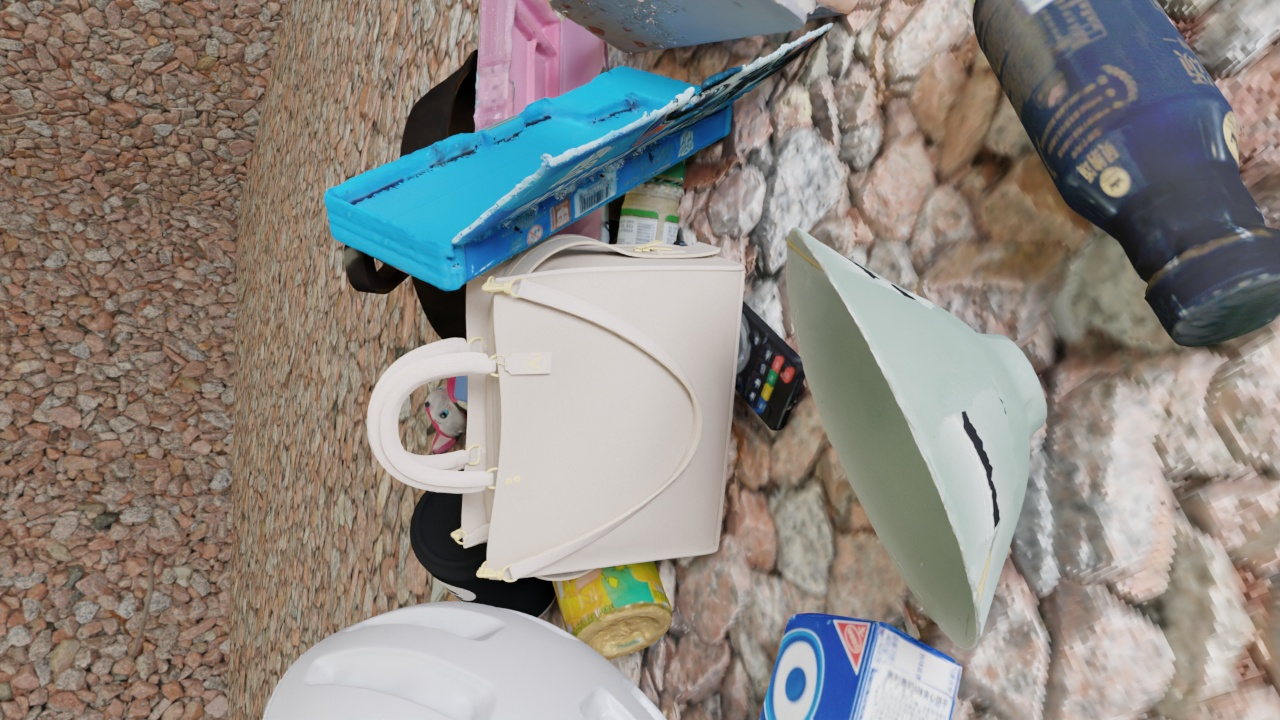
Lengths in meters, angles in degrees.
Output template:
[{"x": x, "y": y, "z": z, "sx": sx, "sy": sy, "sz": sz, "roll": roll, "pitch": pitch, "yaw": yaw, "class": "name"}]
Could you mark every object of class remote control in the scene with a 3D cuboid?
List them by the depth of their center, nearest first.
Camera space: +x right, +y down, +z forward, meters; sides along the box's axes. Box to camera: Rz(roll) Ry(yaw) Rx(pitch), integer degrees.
[{"x": 0.052, "y": -0.018, "z": 0.540, "sx": 0.140, "sy": 0.021, "sz": 0.046, "roll": 53, "pitch": 137, "yaw": 44, "class": "remote control"}]

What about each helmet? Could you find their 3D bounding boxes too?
[{"x": -0.070, "y": 0.246, "z": 0.485, "sx": 0.282, "sy": 0.224, "sz": 0.184, "roll": 41, "pitch": 100, "yaw": 18, "class": "helmet"}]

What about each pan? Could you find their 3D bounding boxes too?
[{"x": -0.138, "y": -0.093, "z": 0.651, "sx": 0.355, "sy": 0.043, "sz": 0.249, "roll": -63, "pitch": -31, "yaw": -74, "class": "pan"}]

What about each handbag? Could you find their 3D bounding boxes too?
[{"x": -0.049, "y": 0.030, "z": 0.503, "sx": 0.101, "sy": 0.197, "sz": 0.195, "roll": 28, "pitch": 119, "yaw": 55, "class": "handbag"}]

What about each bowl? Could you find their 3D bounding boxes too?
[{"x": 0.118, "y": 0.019, "z": 0.363, "sx": 0.174, "sy": 0.068, "sz": 0.174, "roll": -17, "pitch": -94, "yaw": -88, "class": "bowl"}]

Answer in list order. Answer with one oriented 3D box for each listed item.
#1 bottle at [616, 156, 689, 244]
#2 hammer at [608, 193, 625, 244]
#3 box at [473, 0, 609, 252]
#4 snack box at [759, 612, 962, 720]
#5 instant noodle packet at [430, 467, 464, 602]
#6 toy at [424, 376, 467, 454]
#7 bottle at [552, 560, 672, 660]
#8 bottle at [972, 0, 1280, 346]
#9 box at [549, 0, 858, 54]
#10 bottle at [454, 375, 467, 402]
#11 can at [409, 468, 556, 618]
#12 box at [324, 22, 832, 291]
[{"x": 0.006, "y": -0.092, "z": 0.613, "sx": 0.043, "sy": 0.042, "sz": 0.110, "roll": 18, "pitch": 102, "yaw": 60, "class": "bottle"}, {"x": -0.041, "y": -0.243, "z": 0.734, "sx": 0.133, "sy": 0.033, "sz": 0.332, "roll": -39, "pitch": 51, "yaw": 53, "class": "hammer"}, {"x": -0.058, "y": -0.178, "z": 0.674, "sx": 0.099, "sy": 0.099, "sz": 0.232, "roll": -7, "pitch": 72, "yaw": 22, "class": "box"}, {"x": 0.064, "y": 0.217, "z": 0.359, "sx": 0.059, "sy": 0.059, "sz": 0.226, "roll": -17, "pitch": 47, "yaw": 58, "class": "snack box"}, {"x": -0.140, "y": 0.121, "z": 0.821, "sx": 0.270, "sy": 0.057, "sz": 0.146, "roll": 126, "pitch": 157, "yaw": -45, "class": "instant noodle packet"}, {"x": -0.197, "y": 0.042, "z": 0.936, "sx": 0.103, "sy": 0.050, "sz": 0.065, "roll": -57, "pitch": 34, "yaw": 30, "class": "toy"}, {"x": -0.041, "y": 0.096, "z": 0.632, "sx": 0.068, "sy": 0.068, "sz": 0.209, "roll": -59, "pitch": 38, "yaw": 36, "class": "bottle"}, {"x": 0.167, "y": -0.081, "z": 0.317, "sx": 0.056, "sy": 0.056, "sz": 0.160, "roll": -47, "pitch": 46, "yaw": 46, "class": "bottle"}, {"x": 0.042, "y": -0.240, "z": 0.548, "sx": 0.107, "sy": 0.095, "sz": 0.216, "roll": -57, "pitch": 31, "yaw": -4, "class": "box"}, {"x": -0.141, "y": -0.027, "z": 0.847, "sx": 0.048, "sy": 0.048, "sz": 0.131, "roll": 12, "pitch": 95, "yaw": 60, "class": "bottle"}, {"x": -0.108, "y": 0.140, "z": 0.667, "sx": 0.146, "sy": 0.080, "sz": 0.080, "roll": 76, "pitch": 179, "yaw": -58, "class": "can"}, {"x": -0.019, "y": -0.109, "z": 0.486, "sx": 0.175, "sy": 0.242, "sz": 0.064, "roll": 3, "pitch": 120, "yaw": 42, "class": "box"}]
